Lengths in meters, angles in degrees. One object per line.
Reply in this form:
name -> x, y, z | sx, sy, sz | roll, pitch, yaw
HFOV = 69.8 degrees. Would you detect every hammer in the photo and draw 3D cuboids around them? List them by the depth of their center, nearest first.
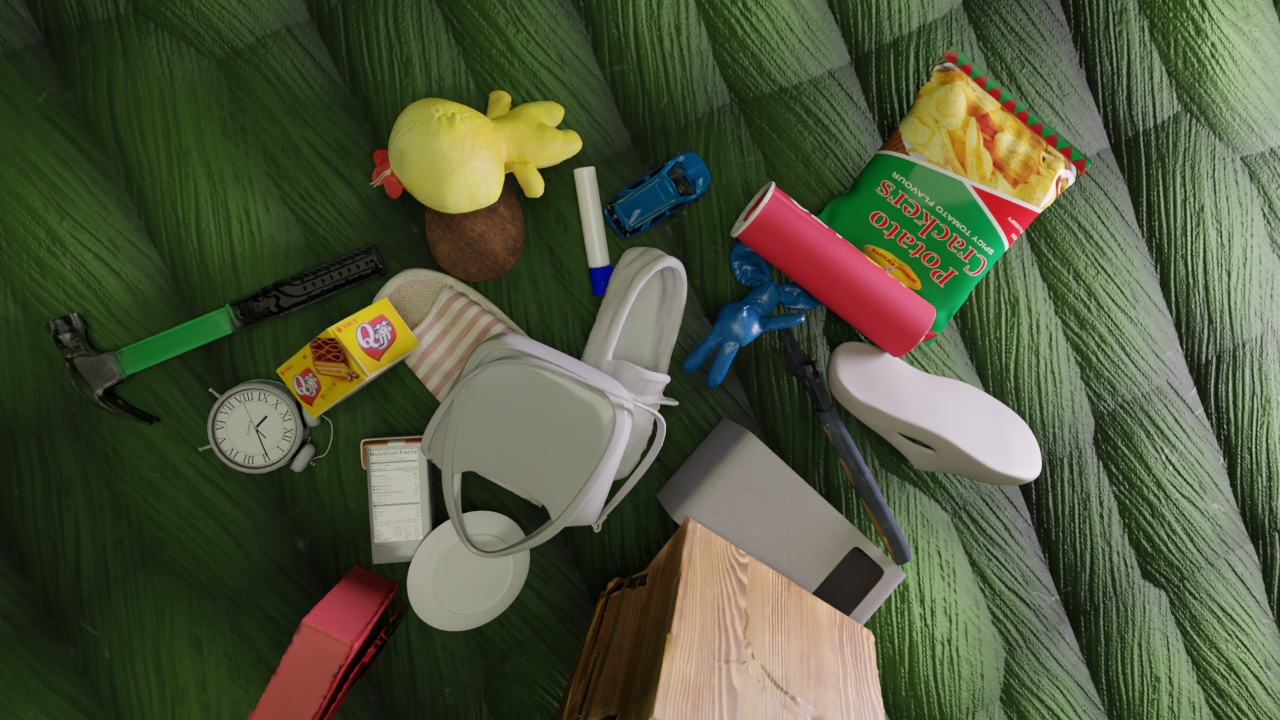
hammer -> -0.409, -0.041, 0.920 | 0.318, 0.032, 0.130 | -24, 96, -6

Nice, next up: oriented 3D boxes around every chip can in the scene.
chip can -> 0.202, -0.093, 0.960 | 0.220, 0.069, 0.069 | 36, 89, -8

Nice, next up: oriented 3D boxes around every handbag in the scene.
handbag -> -0.107, 0.103, 0.895 | 0.216, 0.095, 0.223 | 24, 101, 0

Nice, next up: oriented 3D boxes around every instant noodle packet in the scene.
instant noodle packet -> 0.319, -0.168, 0.976 | 0.195, 0.090, 0.253 | 36, 105, -8

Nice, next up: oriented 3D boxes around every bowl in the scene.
bowl -> -0.171, -0.139, 0.947 | 0.102, 0.026, 0.114 | -10, 95, -7

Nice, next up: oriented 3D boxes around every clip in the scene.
clip -> -0.138, 0.115, 0.972 | 0.102, 0.052, 0.058 | 30, 118, -10

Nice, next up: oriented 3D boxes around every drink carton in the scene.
drink carton -> -0.246, 0.140, 0.946 | 0.076, 0.048, 0.125 | -3, 95, -8

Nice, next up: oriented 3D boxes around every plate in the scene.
plate -> -0.174, 0.221, 0.952 | 0.134, 0.011, 0.135 | -10, 110, -30

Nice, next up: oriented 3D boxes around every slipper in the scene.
slipper -> -0.161, 0.006, 0.947 | 0.263, 0.052, 0.115 | 37, 87, -9
slipper -> -0.005, 0.006, 0.952 | 0.112, 0.075, 0.247 | 14, 92, -21
slipper -> 0.307, 0.070, 1.008 | 0.265, 0.081, 0.112 | 22, 46, -13

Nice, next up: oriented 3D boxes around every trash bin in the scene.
trash bin -> 0.144, 0.183, 0.970 | 0.229, 0.114, 0.114 | 42, 88, -9

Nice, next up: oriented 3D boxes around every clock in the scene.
clock -> -0.375, 0.069, 0.930 | 0.122, 0.035, 0.094 | 11, 93, -8

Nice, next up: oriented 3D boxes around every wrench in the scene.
wrench -> 0.210, 0.085, 0.958 | 0.022, 0.073, 0.273 | -23, 75, -6

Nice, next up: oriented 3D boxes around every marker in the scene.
marker -> -0.048, -0.135, 0.964 | 0.023, 0.027, 0.133 | -12, 97, -33

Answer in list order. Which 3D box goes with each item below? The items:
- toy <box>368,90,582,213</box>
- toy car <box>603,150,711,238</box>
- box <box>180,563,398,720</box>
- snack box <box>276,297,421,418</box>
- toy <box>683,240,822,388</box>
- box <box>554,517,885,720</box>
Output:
toy -> -0.162, -0.212, 0.906 | 0.207, 0.092, 0.133 | -15, 62, -28
toy car -> 0.020, -0.173, 0.963 | 0.120, 0.043, 0.056 | -33, 98, -5
box -> -0.336, 0.277, 0.867 | 0.153, 0.213, 0.165 | 31, 88, -3
snack box -> -0.282, -0.003, 0.891 | 0.106, 0.083, 0.061 | -29, 99, 36
toy -> 0.110, -0.052, 0.970 | 0.113, 0.071, 0.176 | 40, 71, 11
box -> 0.010, 0.363, 0.832 | 0.286, 0.278, 0.335 | 35, 114, -5
